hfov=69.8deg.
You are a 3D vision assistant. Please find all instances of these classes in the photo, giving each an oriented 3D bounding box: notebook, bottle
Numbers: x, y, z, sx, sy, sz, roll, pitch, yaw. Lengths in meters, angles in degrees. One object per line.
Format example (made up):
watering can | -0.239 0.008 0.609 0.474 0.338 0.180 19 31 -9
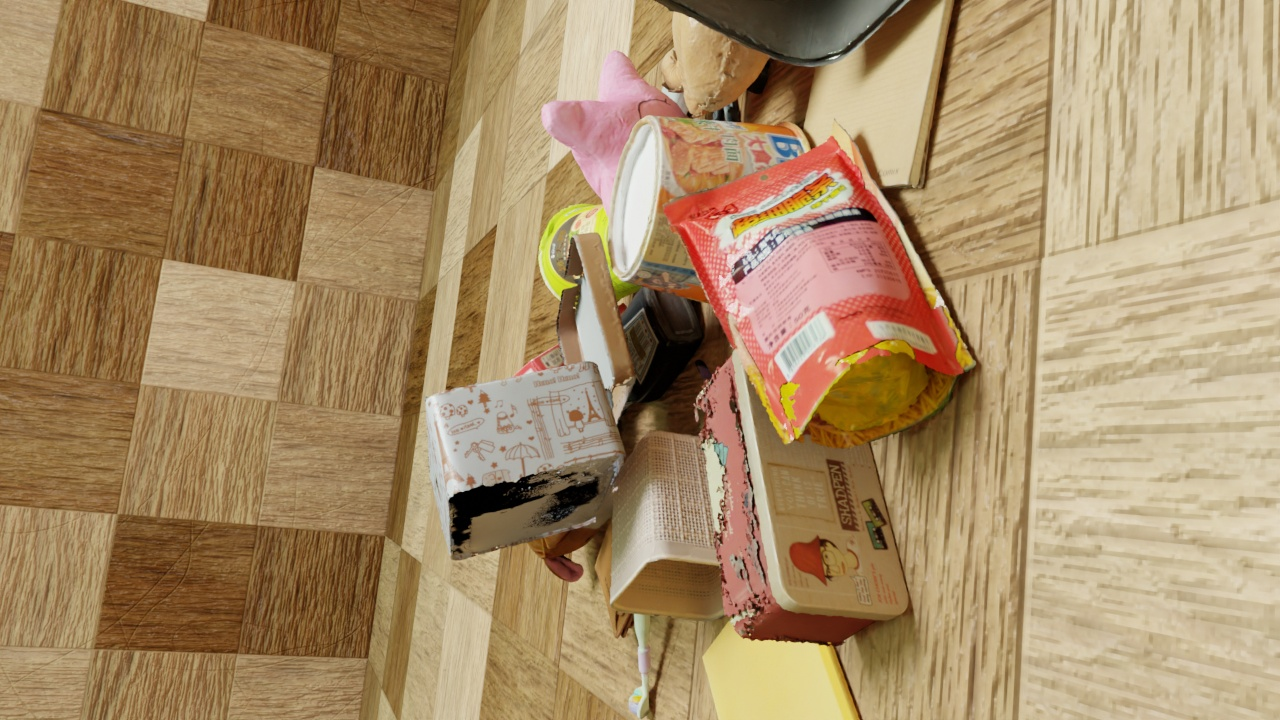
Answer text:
notebook | 0.092 0.239 0.571 0.206 0.010 0.146 -105 32 -47
bottle | -0.005 0.005 0.861 0.195 0.044 0.079 -54 52 52
notebook | 0.154 -0.212 0.597 0.149 0.012 0.211 -161 80 -70

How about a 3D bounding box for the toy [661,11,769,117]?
toy | 0.059 -0.266 0.726 0.226 0.082 0.143 -111 42 -77

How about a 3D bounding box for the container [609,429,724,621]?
container | 0.029 0.120 0.678 0.090 0.090 0.110 122 153 -46

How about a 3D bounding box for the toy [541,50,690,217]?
toy | 0.007 -0.178 0.798 0.075 0.178 0.194 -27 18 38

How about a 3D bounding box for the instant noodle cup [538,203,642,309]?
instant noodle cup | -0.025 -0.109 0.896 0.124 0.111 0.111 -5 77 61

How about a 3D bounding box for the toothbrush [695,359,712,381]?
toothbrush | 0.070 0.052 0.701 0.189 0.014 0.017 -114 27 -55

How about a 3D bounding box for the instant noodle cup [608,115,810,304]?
instant noodle cup | 0.045 -0.111 0.681 0.151 0.111 0.151 -174 91 -73

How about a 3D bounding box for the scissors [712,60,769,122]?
scissors | 0.081 -0.265 0.810 0.166 0.014 0.163 -173 95 -71

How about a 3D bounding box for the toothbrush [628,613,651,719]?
toothbrush | -0.002 0.206 0.753 0.029 0.020 0.190 -116 24 -73

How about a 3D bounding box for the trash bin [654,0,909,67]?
trash bin | 0.094 -0.337 0.540 0.199 0.199 0.219 -39 32 59

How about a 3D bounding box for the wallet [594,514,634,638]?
wallet | -0.006 0.168 0.829 0.107 0.031 0.132 -113 36 -57

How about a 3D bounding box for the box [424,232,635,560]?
box | -0.097 0.032 0.723 0.181 0.158 0.205 112 147 -64

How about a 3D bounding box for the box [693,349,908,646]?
box | 0.084 0.079 0.544 0.077 0.091 0.168 -52 35 46

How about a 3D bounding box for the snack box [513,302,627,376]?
snack box | -0.072 -0.005 0.916 0.025 0.152 0.075 53 133 1

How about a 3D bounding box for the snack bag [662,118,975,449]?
snack bag | 0.099 -0.051 0.539 0.073 0.129 0.207 55 -168 -49

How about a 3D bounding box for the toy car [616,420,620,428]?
toy car | -0.045 0.053 0.969 0.042 0.035 0.090 121 148 -47

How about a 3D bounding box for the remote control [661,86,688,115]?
remote control | 0.041 -0.266 0.883 0.150 0.021 0.058 118 157 -51

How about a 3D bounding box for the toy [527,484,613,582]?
toy | -0.082 0.125 0.902 0.200 0.130 0.139 77 -159 -47
